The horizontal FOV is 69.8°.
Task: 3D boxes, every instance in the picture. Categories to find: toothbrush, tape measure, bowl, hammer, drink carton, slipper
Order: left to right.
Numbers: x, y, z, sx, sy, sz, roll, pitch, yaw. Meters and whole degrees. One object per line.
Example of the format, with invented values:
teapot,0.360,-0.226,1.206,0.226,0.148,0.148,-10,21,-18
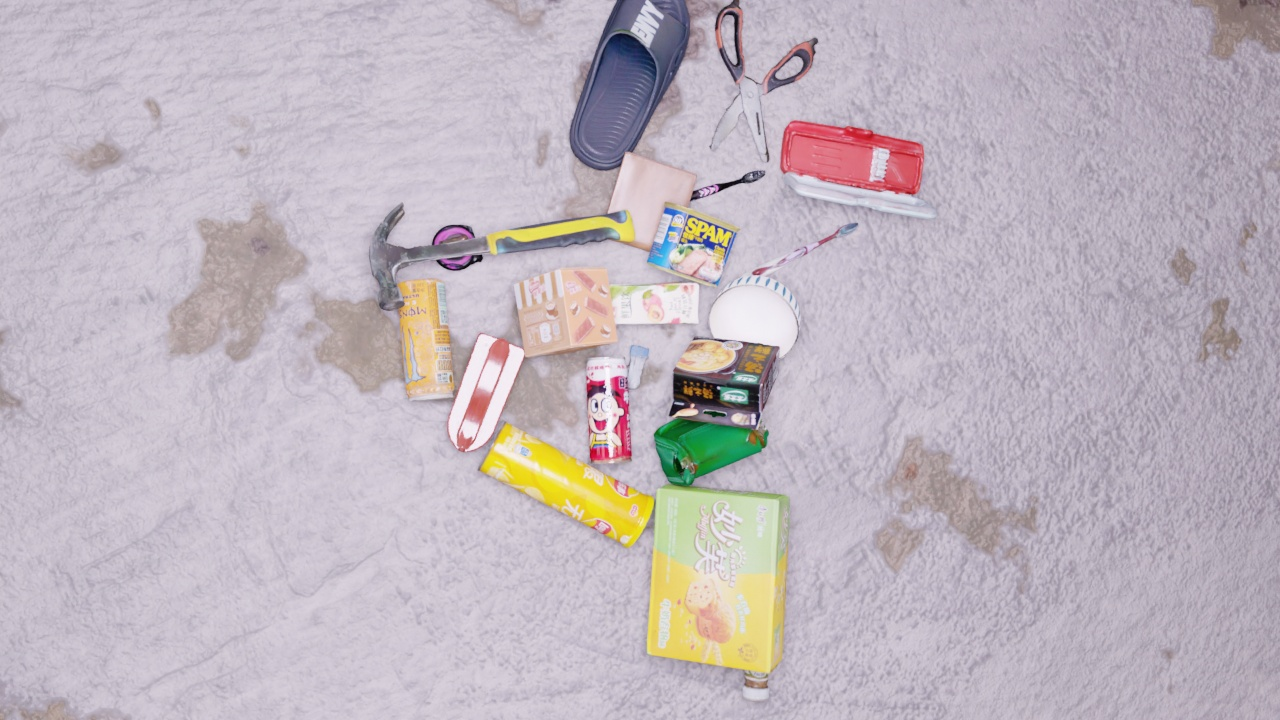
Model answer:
tape measure,-0.230,-0.140,1.138,0.057,0.039,0.057,-18,90,-11
hammer,-0.164,-0.147,1.115,0.323,0.032,0.126,-11,74,-16
slipper,-0.007,-0.373,1.172,0.110,0.083,0.268,23,85,-10
drink carton,0.011,-0.073,1.175,0.122,0.045,0.053,-2,98,-9
toothbrush,0.080,-0.221,1.211,0.189,0.018,0.014,-19,92,-9
bowl,0.151,-0.060,1.180,0.116,0.117,0.066,38,37,-6
toothbrush,0.213,-0.144,1.230,0.187,0.017,0.016,-26,91,-11

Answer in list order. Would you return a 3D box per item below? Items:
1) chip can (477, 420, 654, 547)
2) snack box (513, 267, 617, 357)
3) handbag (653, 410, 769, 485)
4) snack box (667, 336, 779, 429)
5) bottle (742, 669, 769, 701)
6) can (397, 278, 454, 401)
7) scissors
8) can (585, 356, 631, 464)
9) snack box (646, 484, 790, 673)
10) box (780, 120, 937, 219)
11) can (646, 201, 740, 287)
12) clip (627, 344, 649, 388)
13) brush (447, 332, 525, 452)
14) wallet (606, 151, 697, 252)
chip can,-0.091,0.152,1.133,0.213,0.072,0.072,29,82,-7
snack box,-0.091,-0.059,1.120,0.076,0.093,0.094,-7,87,-44
handbag,0.088,0.101,1.143,0.131,0.120,0.068,-22,97,-13
snack box,0.104,0.024,1.131,0.113,0.125,0.053,7,120,17
bottle,0.152,0.327,1.172,0.059,0.060,0.206,4,86,-10
can,-0.261,-0.025,1.117,0.058,0.058,0.146,-5,88,-11
scissors,0.149,-0.378,1.232,0.189,0.015,0.225,46,80,-5
can,-0.040,0.062,1.155,0.053,0.053,0.132,-2,88,-11
snack box,0.096,0.263,1.128,0.158,0.070,0.210,2,87,21
box,0.288,-0.245,1.224,0.201,0.074,0.154,8,56,-10
can,0.066,-0.146,1.167,0.102,0.057,0.083,15,98,-30
clip,-0.007,0.009,1.182,0.027,0.043,0.058,16,92,-12
brush,-0.193,0.043,1.120,0.063,0.069,0.145,21,83,-8
wallet,0.010,-0.200,1.184,0.101,0.020,0.115,15,99,-10
